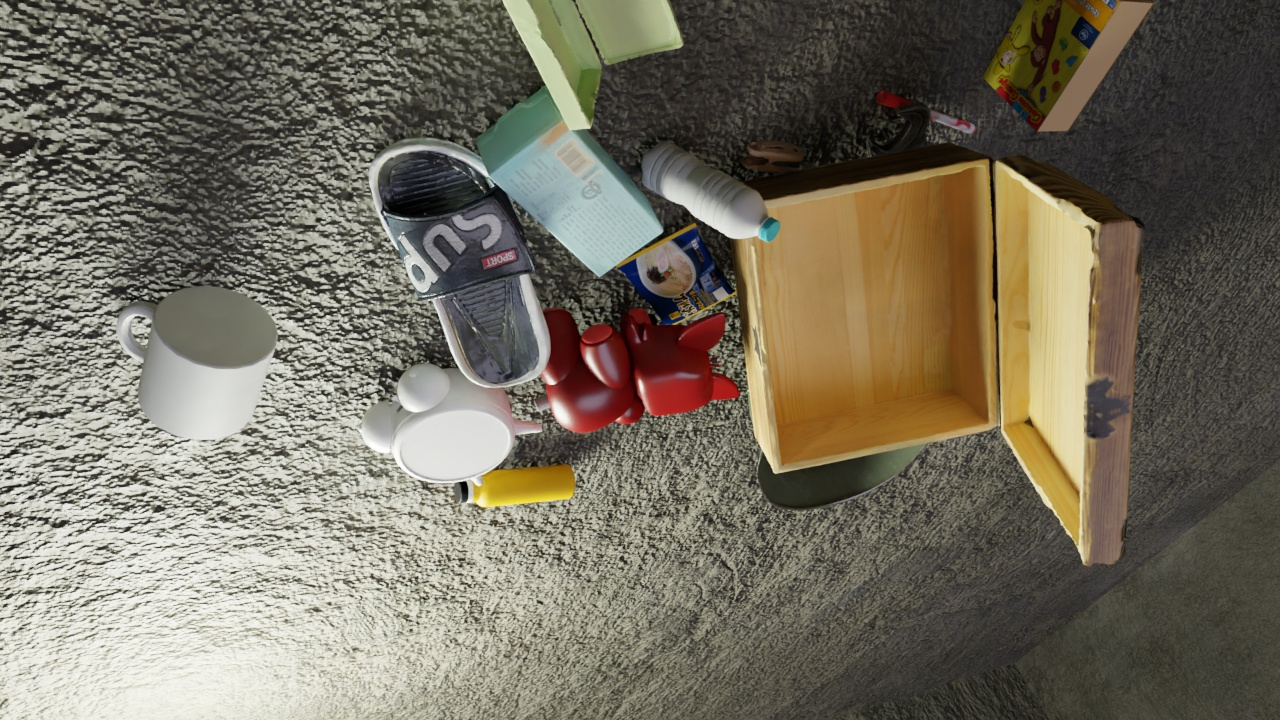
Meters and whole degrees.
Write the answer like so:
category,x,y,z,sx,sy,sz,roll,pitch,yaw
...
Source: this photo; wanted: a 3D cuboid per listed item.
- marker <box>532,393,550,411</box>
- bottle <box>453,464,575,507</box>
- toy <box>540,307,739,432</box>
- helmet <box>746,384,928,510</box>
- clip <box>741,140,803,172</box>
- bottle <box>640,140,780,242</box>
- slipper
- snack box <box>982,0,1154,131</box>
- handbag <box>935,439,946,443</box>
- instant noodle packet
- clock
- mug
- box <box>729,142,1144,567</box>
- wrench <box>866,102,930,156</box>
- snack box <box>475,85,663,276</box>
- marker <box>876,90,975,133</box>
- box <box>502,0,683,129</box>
category,x,y,z,sx,sy,sz,roll,pitch,yaw
marker,-0.053,0.026,1.029,0.140,0.016,0.016,-21,145,-5
bottle,-0.152,0.152,1.109,0.143,0.043,0.043,-1,139,-30
toy,-0.006,0.006,0.930,0.197,0.120,0.158,-9,143,7
helmet,0.216,0.034,1.080,0.227,0.153,0.268,-12,139,-11
clip,0.123,-0.192,0.849,0.061,0.025,0.049,-21,141,7
bottle,0.060,-0.140,0.778,0.044,0.136,0.044,-38,148,-28
slipper,-0.142,-0.068,0.781,0.111,0.063,0.264,-15,134,-2
snack box,0.377,-0.284,0.822,0.040,0.088,0.126,-7,141,-24
handbag,0.378,0.019,1.200,0.117,0.113,0.186,-33,144,-2
instant noodle packet,0.040,-0.083,0.935,0.087,0.026,0.134,-27,146,11
clock,-0.199,0.062,0.954,0.126,0.072,0.160,-42,135,22
mug,-0.368,-0.005,0.749,0.121,0.090,0.090,27,126,-10
box,0.258,-0.014,0.784,0.286,0.336,0.279,-12,111,-4
wrench,0.309,-0.183,0.957,0.070,0.010,0.273,-38,143,20
snack box,-0.056,-0.146,0.774,0.075,0.053,0.174,-34,142,13
marker,0.280,-0.239,0.889,0.142,0.012,0.013,5,135,-35
box,-0.042,-0.251,0.620,0.098,0.082,0.188,-6,149,20
